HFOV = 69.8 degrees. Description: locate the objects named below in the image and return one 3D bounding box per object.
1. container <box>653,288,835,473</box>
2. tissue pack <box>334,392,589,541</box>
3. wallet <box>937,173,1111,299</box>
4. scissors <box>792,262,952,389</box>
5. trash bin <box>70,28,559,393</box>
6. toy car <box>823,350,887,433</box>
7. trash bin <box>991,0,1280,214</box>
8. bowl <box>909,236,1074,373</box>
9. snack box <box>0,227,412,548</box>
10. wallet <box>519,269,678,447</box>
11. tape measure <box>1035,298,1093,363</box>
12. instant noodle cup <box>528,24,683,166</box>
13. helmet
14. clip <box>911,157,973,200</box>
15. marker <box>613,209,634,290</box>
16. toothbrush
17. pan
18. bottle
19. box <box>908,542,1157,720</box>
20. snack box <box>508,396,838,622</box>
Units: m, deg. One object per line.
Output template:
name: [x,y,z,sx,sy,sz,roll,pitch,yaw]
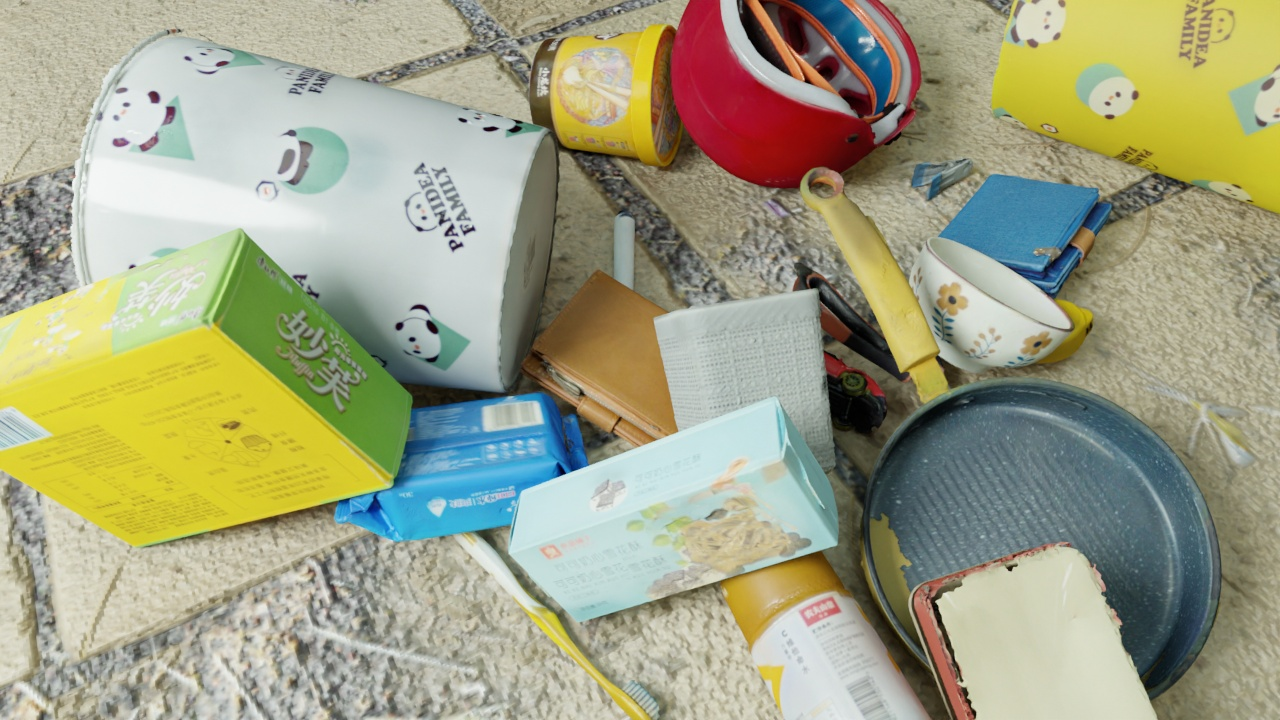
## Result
container: [0.067,0.020,0.584,0.090,0.090,0.114,-9,91,-11]
tissue pack: [-0.112,0.069,0.592,0.157,0.052,0.095,-7,30,-8]
wallet: [0.304,-0.103,0.734,0.106,0.040,0.132,20,48,34]
scissors: [0.193,0.002,0.645,0.189,0.015,0.226,22,38,-16]
trash bin: [-0.197,-0.087,0.630,0.252,0.230,0.229,11,52,2]
toy car: [0.126,0.013,0.646,0.106,0.049,0.031,30,59,24]
trash bin: [0.453,-0.260,0.761,0.255,0.230,0.229,23,55,25]
bowl: [0.233,-0.031,0.640,0.113,0.062,0.113,23,26,-12]
snack box: [-0.264,0.028,0.530,0.210,0.158,0.069,-15,47,19]
wallet: [-0.004,0.004,0.653,0.132,0.031,0.107,31,58,7]
tape measure: [0.299,-0.022,0.684,0.060,0.029,0.057,25,58,40]
instant noodle cup: [-0.028,-0.234,0.809,0.114,0.119,0.118,7,51,17]
helmet: [0.122,-0.239,0.787,0.207,0.144,0.239,51,43,7]
clip: [0.266,-0.164,0.802,0.058,0.027,0.045,-21,46,-16]
marker: [-0.014,-0.072,0.734,0.018,0.022,0.130,-19,49,22]
toothbrush: [-0.058,0.153,0.559,0.191,0.016,0.018,38,50,27]
pan: [0.192,0.036,0.553,0.197,0.078,0.357,-26,69,-7]
bottle: [0.095,0.156,0.519,0.068,0.068,0.189,-19,50,-14]
box: [0.206,0.179,0.449,0.091,0.080,0.168,-19,75,1]
snack box: [0.017,0.088,0.519,0.175,0.074,0.051,-23,35,21]
